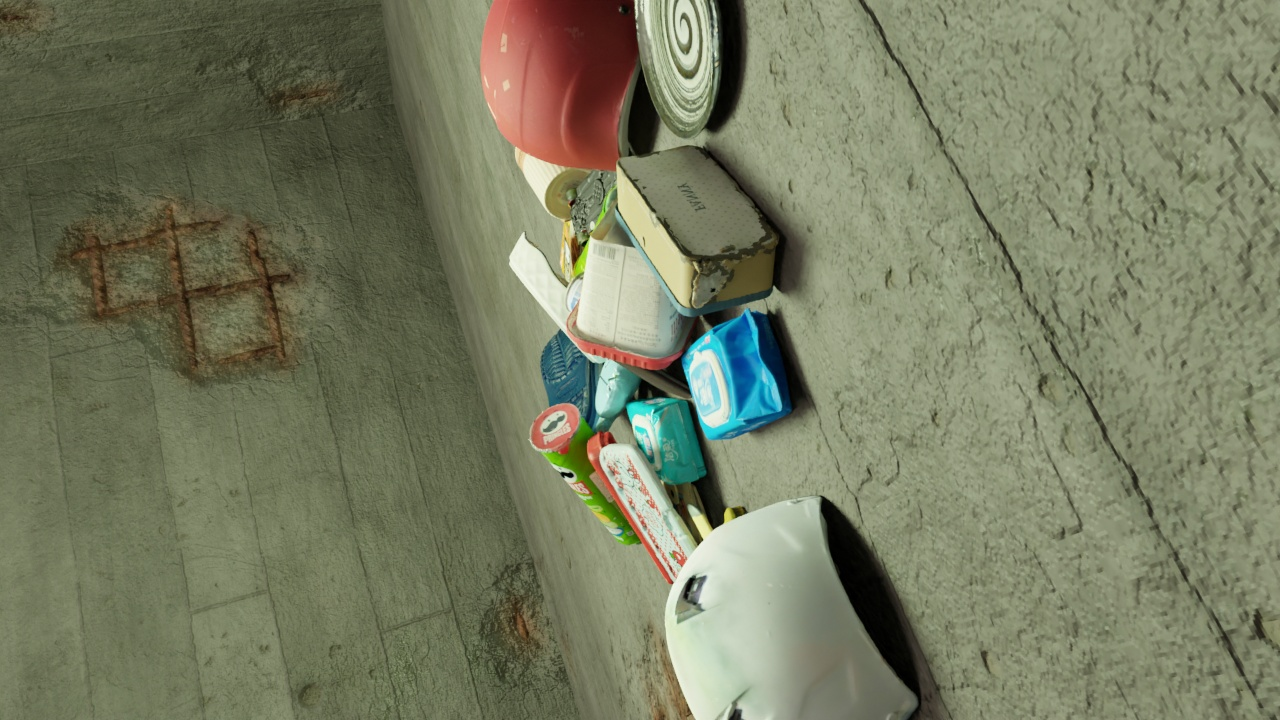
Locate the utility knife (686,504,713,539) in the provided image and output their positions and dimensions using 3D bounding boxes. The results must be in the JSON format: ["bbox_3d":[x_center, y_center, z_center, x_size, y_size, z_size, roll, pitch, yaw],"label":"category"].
[{"bbox_3d":[0.092,0.227,0.979,0.167,0.018,0.031,66,160,6],"label":"utility knife"}]

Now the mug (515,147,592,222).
[{"bbox_3d":[-0.102,-0.228,1.164,0.115,0.081,0.105,89,158,-47],"label":"mug"}]

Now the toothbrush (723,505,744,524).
[{"bbox_3d":[0.089,0.202,1.013,0.190,0.016,0.015,99,151,-58],"label":"toothbrush"}]

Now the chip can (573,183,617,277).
[{"bbox_3d":[-0.023,-0.125,1.000,0.222,0.072,0.072,133,121,-71],"label":"chip can"}]

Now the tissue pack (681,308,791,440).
[{"bbox_3d":[0.081,0.017,0.806,0.157,0.052,0.095,136,118,-72],"label":"tissue pack"}]

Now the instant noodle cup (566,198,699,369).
[{"bbox_3d":[-0.002,-0.074,0.858,0.116,0.117,0.124,-64,-16,-46],"label":"instant noodle cup"}]

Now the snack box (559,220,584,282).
[{"bbox_3d":[-0.086,-0.150,1.277,0.154,0.026,0.075,107,145,-62],"label":"snack box"}]

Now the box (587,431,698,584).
[{"bbox_3d":[0.010,0.177,1.063,0.201,0.058,0.161,59,168,-12],"label":"box"}]

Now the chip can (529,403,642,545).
[{"bbox_3d":[-0.055,0.154,1.189,0.236,0.072,0.072,56,180,-40],"label":"chip can"}]

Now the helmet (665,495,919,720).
[{"bbox_3d":[0.099,0.246,0.777,0.259,0.145,0.229,109,143,-64],"label":"helmet"}]

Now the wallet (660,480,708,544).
[{"bbox_3d":[0.053,0.175,1.101,0.115,0.024,0.087,174,77,-75],"label":"wallet"}]

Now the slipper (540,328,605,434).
[{"bbox_3d":[-0.076,0.036,1.303,0.095,0.105,0.252,37,-156,-32],"label":"slipper"}]

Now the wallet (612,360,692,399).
[{"bbox_3d":[-0.006,0.006,1.016,0.020,0.122,0.096,-60,14,-4],"label":"wallet"}]

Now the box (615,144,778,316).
[{"bbox_3d":[0.040,-0.117,0.767,0.184,0.089,0.062,-118,20,-47],"label":"box"}]

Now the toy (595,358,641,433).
[{"bbox_3d":[-0.026,0.027,1.134,0.156,0.050,0.161,-61,-7,-76],"label":"toy"}]

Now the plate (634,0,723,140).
[{"bbox_3d":[0.035,-0.274,0.761,0.180,0.024,0.179,166,90,-76],"label":"plate"}]

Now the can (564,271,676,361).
[{"bbox_3d":[-0.015,-0.048,0.969,0.135,0.053,0.053,28,138,28],"label":"can"}]

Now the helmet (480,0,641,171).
[{"bbox_3d":[-0.095,-0.311,0.940,0.207,0.143,0.239,102,154,-47],"label":"helmet"}]

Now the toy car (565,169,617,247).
[{"bbox_3d":[-0.044,-0.187,1.063,0.156,0.041,0.071,-38,64,58],"label":"toy car"}]

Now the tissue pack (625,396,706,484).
[{"bbox_3d":[0.026,0.090,1.064,0.133,0.050,0.093,-178,73,-74],"label":"tissue pack"}]

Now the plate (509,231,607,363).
[{"bbox_3d":[-0.098,-0.074,1.190,0.205,0.045,0.205,50,179,0],"label":"plate"}]
